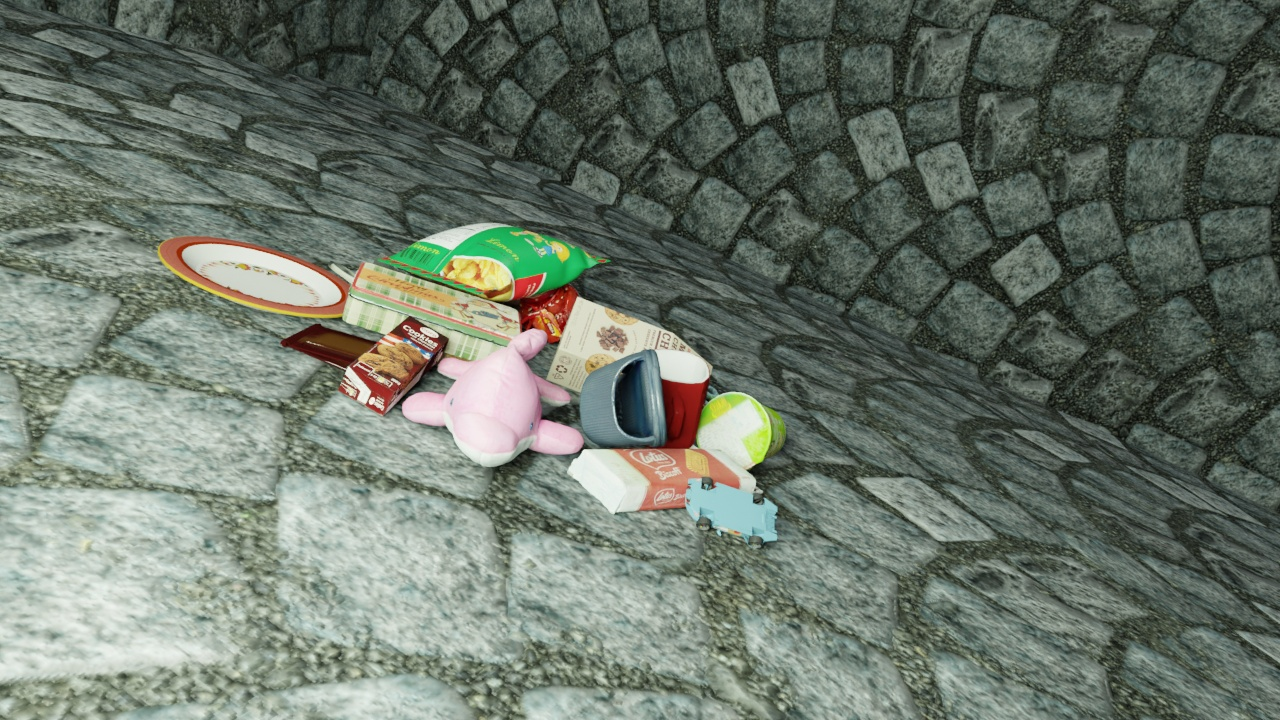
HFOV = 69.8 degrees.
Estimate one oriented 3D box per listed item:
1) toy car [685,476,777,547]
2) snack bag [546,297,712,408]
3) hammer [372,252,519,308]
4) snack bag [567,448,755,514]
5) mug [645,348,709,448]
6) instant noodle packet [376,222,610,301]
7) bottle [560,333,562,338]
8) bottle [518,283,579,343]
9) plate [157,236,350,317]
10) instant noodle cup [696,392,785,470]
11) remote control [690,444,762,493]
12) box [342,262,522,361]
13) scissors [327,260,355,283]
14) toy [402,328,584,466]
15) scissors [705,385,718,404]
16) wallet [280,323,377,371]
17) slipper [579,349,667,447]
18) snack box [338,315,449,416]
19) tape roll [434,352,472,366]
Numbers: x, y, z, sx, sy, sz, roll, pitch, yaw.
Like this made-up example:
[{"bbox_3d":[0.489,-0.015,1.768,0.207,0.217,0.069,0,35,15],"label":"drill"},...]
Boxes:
[{"bbox_3d":[0.090,0.160,0.958,0.107,0.028,0.060,20,49,-15],"label":"toy car"},{"bbox_3d":[-0.007,0.007,1.211,0.206,0.070,0.094,21,49,-6],"label":"snack bag"},{"bbox_3d":[-0.238,-0.095,1.383,0.156,0.043,0.321,33,16,34],"label":"hammer"},{"bbox_3d":[0.031,0.126,0.991,0.224,0.041,0.077,8,23,-48],"label":"snack bag"},{"bbox_3d":[0.036,0.056,1.103,0.080,0.097,0.116,8,28,-6],"label":"mug"},{"bbox_3d":[-0.196,-0.137,1.257,0.196,0.090,0.252,19,25,33],"label":"instant noodle packet"},{"bbox_3d":[-0.060,-0.009,1.290,0.108,0.063,0.063,42,20,15],"label":"bottle"},{"bbox_3d":[-0.133,-0.071,1.344,0.099,0.098,0.111,38,-20,44],"label":"bottle"},{"bbox_3d":[-0.451,-0.094,1.093,0.230,0.021,0.229,21,15,-6],"label":"plate"},{"bbox_3d":[0.136,0.092,1.174,0.099,0.099,0.107,30,9,25],"label":"instant noodle cup"},{"bbox_3d":[0.092,0.132,1.110,0.124,0.012,0.028,32,18,32],"label":"remote control"},{"bbox_3d":[-0.242,-0.053,1.087,0.205,0.050,0.117,18,15,-15],"label":"box"},{"bbox_3d":[-0.361,-0.094,1.183,0.132,0.012,0.169,34,2,-11],"label":"scissors"},{"bbox_3d":[-0.137,0.024,0.936,0.186,0.128,0.265,16,10,-8],"label":"toy"},{"bbox_3d":[0.122,0.072,1.370,0.171,0.021,0.172,22,19,-13],"label":"scissors"},{"bbox_3d":[-0.321,-0.011,1.007,0.115,0.018,0.091,20,15,-1],"label":"wallet"},{"bbox_3d":[-0.027,0.046,0.992,0.082,0.101,0.264,-3,-6,-9],"label":"slipper"},{"bbox_3d":[-0.254,0.003,0.956,0.051,0.032,0.140,30,26,-2],"label":"snack box"},{"bbox_3d":[-0.218,-0.010,1.125,0.094,0.027,0.094,21,15,-6],"label":"tape roll"}]
